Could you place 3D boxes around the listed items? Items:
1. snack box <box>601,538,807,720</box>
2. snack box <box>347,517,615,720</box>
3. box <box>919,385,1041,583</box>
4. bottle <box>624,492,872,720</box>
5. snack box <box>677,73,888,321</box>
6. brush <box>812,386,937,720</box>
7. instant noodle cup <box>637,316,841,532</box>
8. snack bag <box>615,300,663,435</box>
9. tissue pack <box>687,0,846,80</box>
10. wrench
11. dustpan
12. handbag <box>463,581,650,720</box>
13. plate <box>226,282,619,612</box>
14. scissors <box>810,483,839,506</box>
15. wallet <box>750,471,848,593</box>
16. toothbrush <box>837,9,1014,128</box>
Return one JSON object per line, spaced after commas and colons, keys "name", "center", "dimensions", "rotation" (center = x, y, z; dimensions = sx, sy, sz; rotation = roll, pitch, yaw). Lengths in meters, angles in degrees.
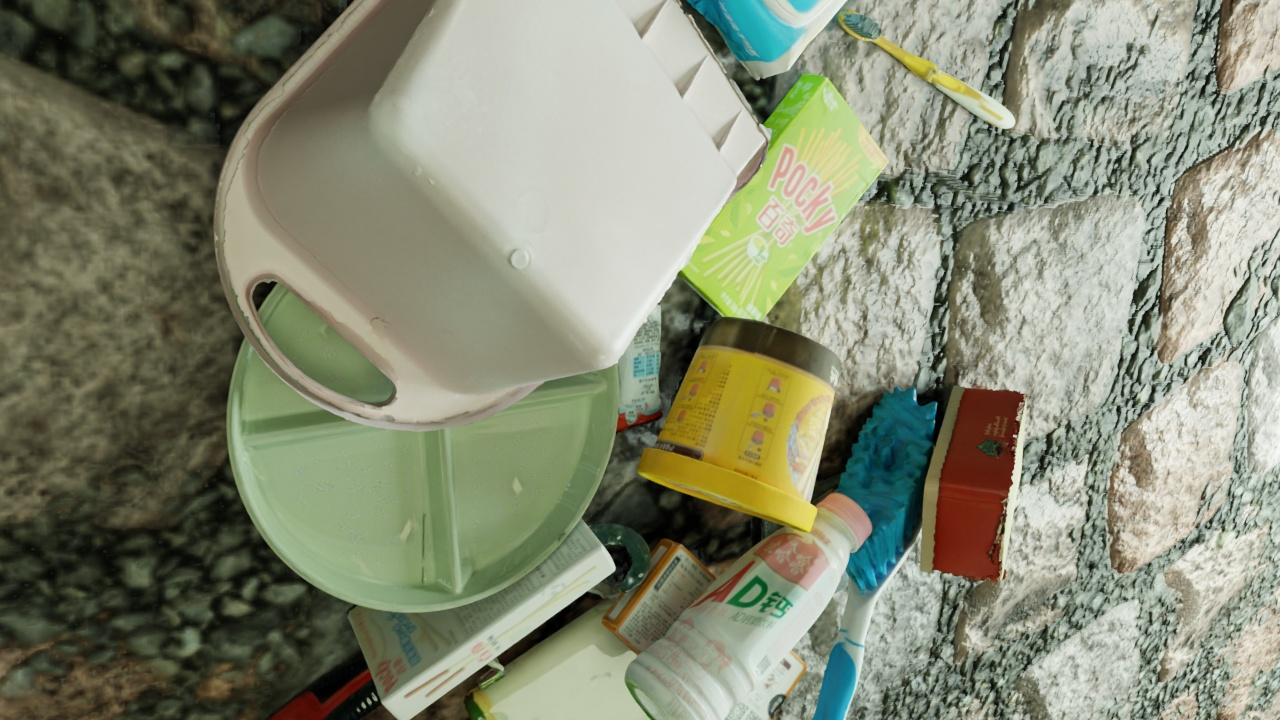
{"name": "snack box", "center": [0.048, 0.203, 0.653], "dimensions": [0.154, 0.026, 0.075], "rotation": [47, 72, -21]}
{"name": "snack box", "center": [-0.101, 0.145, 0.578], "dimensions": [0.156, 0.085, 0.027], "rotation": [-34, 127, -12]}
{"name": "box", "center": [0.270, 0.094, 0.716], "dimensions": [0.167, 0.076, 0.091], "rotation": [-46, 136, -53]}
{"name": "bottle", "center": [0.080, 0.166, 0.614], "dimensions": [0.196, 0.068, 0.068], "rotation": [-39, 125, -22]}
{"name": "snack box", "center": [0.091, -0.103, 0.613], "dimensions": [0.156, 0.026, 0.085], "rotation": [-51, 126, -1]}
{"name": "brush", "center": [0.166, 0.171, 0.691], "dimensions": [0.313, 0.061, 0.109], "rotation": [-59, 141, -29]}
{"name": "instant noodle cup", "center": [0.071, 0.040, 0.605], "dimensions": [0.118, 0.119, 0.114], "rotation": [25, 79, -35]}
{"name": "snack bag", "center": [-0.004, 0.004, 0.606], "dimensions": [0.048, 0.026, 0.104], "rotation": [-19, 119, -31]}
{"name": "tissue pack", "center": [0.086, -0.241, 0.527], "dimensions": [0.140, 0.063, 0.090], "rotation": [-51, 125, -1]}
{"name": "wrench", "center": [-0.119, 0.180, 0.603], "dimensions": [0.273, 0.016, 0.056], "rotation": [-27, 78, -8]}
{"name": "dustpan", "center": [-0.079, -0.100, 0.479], "dimensions": [0.222, 0.139, 0.272], "rotation": [50, 51, -30]}
{"name": "handbag", "center": [-0.047, 0.218, 0.664], "dimensions": [0.163, 0.063, 0.179], "rotation": [-30, 107, -15]}
{"name": "plate", "center": [-0.114, 0.028, 0.523], "dimensions": [0.229, 0.027, 0.230], "rotation": [-4, 97, -35]}
{"name": "scissors", "center": [0.085, 0.139, 0.693], "dimensions": [0.170, 0.019, 0.181], "rotation": [32, 80, -27]}
{"name": "wallet", "center": [0.136, 0.157, 0.756], "dimensions": [0.097, 0.019, 0.121], "rotation": [-17, 120, -23]}
{"name": "toothbrush", "center": [0.207, -0.199, 0.639], "dimensions": [0.191, 0.018, 0.016], "rotation": [16, 104, -33]}
